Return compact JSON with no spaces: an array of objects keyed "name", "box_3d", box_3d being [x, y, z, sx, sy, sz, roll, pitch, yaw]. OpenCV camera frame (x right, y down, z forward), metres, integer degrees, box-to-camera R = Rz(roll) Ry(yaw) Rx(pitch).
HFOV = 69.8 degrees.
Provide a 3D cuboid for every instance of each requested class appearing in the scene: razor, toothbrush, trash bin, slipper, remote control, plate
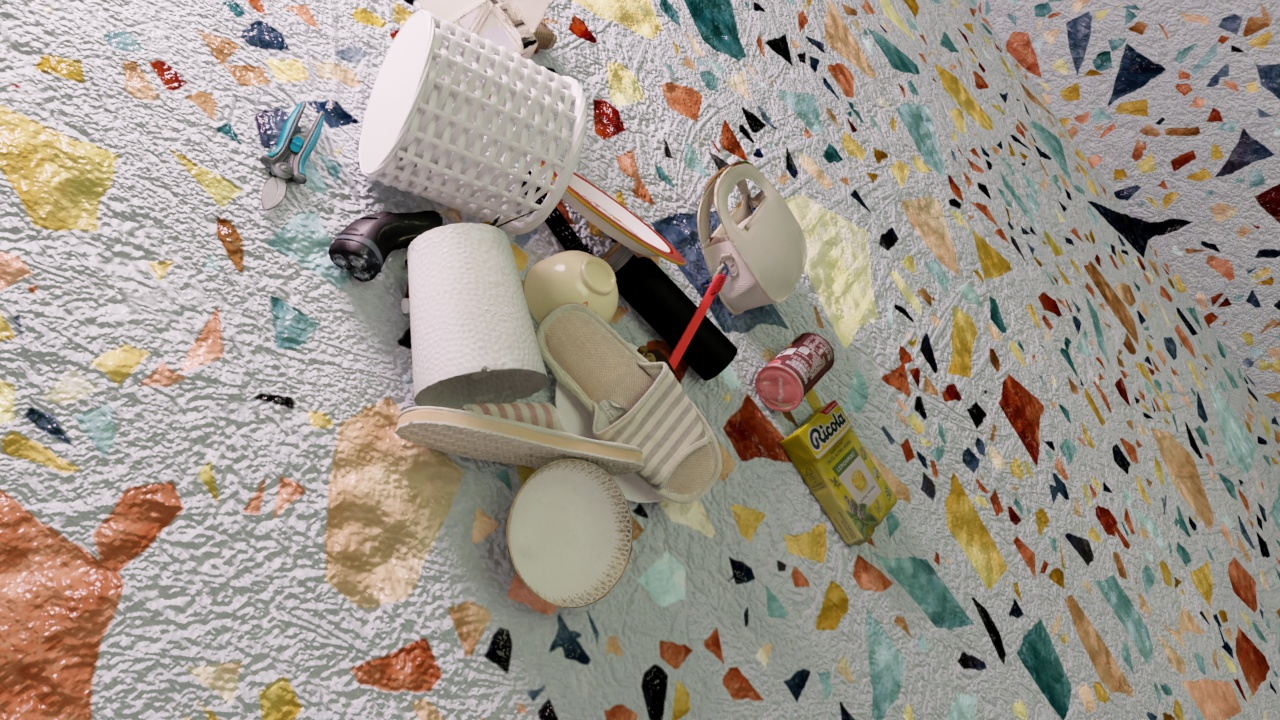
[{"name":"razor","box_3d":[-0.264,-0.126,0.972,0.140,0.053,0.064,-33,124,-52]},{"name":"toothbrush","box_3d":[0.059,-0.028,1.146,0.012,0.018,0.212,37,65,-16]},{"name":"trash bin","box_3d":[-0.173,-0.044,0.932,0.133,0.134,0.161,2,68,-41]},{"name":"slipper","box_3d":[-0.012,0.046,1.035,0.114,0.054,0.272,-41,92,-12]},{"name":"slipper","box_3d":[-0.117,0.075,0.936,0.262,0.115,0.052,15,68,-29]},{"name":"remote control","box_3d":[-0.111,-0.182,1.165,0.140,0.009,0.030,54,43,-2]},{"name":"plate","box_3d":[-0.017,0.071,1.095,0.208,0.015,0.208,21,53,-32]},{"name":"plate","box_3d":[-0.042,-0.182,1.147,0.230,0.021,0.229,35,13,-10]}]

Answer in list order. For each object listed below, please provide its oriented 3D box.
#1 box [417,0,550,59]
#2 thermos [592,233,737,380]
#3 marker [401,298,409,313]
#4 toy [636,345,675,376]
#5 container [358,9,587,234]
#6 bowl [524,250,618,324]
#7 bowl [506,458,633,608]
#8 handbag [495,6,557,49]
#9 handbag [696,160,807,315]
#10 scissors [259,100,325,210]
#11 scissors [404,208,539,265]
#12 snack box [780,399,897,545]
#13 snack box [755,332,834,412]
[{"name":"box","box_3d":[-0.198,-0.429,1.116,0.143,0.185,0.098,51,51,-2]},{"name":"thermos","box_3d":[0.026,-0.075,1.186,0.231,0.061,0.061,45,44,-12]},{"name":"marker","box_3d":[-0.195,-0.061,1.015,0.145,0.017,0.017,-4,69,-43]},{"name":"toy","box_3d":[-0.007,0.006,1.090,0.100,0.063,0.076,32,49,2]},{"name":"container","box_3d":[-0.186,-0.258,1.013,0.186,0.190,0.189,17,56,-33]},{"name":"bowl","box_3d":[-0.070,-0.086,1.098,0.118,0.074,0.117,21,53,-32]},{"name":"bowl","box_3d":[-0.083,0.173,0.928,0.145,0.063,0.145,6,80,-35]},{"name":"handbag","box_3d":[-0.197,-0.495,1.234,0.186,0.047,0.124,52,22,-3]},{"name":"handbag","box_3d":[0.146,-0.180,1.319,0.199,0.093,0.200,61,40,-21]},{"name":"scissors","box_3d":[-0.369,-0.217,0.952,0.135,0.019,0.139,-32,90,-44]},{"name":"scissors","box_3d":[-0.180,-0.132,0.991,0.157,0.171,0.012,-21,91,-4]},{"name":"snack box","box_3d":[0.285,0.158,1.289,0.121,0.045,0.181,-30,87,-46]},{"name":"snack box","box_3d":[0.220,0.014,1.299,0.072,0.072,0.121,54,42,-2]}]
